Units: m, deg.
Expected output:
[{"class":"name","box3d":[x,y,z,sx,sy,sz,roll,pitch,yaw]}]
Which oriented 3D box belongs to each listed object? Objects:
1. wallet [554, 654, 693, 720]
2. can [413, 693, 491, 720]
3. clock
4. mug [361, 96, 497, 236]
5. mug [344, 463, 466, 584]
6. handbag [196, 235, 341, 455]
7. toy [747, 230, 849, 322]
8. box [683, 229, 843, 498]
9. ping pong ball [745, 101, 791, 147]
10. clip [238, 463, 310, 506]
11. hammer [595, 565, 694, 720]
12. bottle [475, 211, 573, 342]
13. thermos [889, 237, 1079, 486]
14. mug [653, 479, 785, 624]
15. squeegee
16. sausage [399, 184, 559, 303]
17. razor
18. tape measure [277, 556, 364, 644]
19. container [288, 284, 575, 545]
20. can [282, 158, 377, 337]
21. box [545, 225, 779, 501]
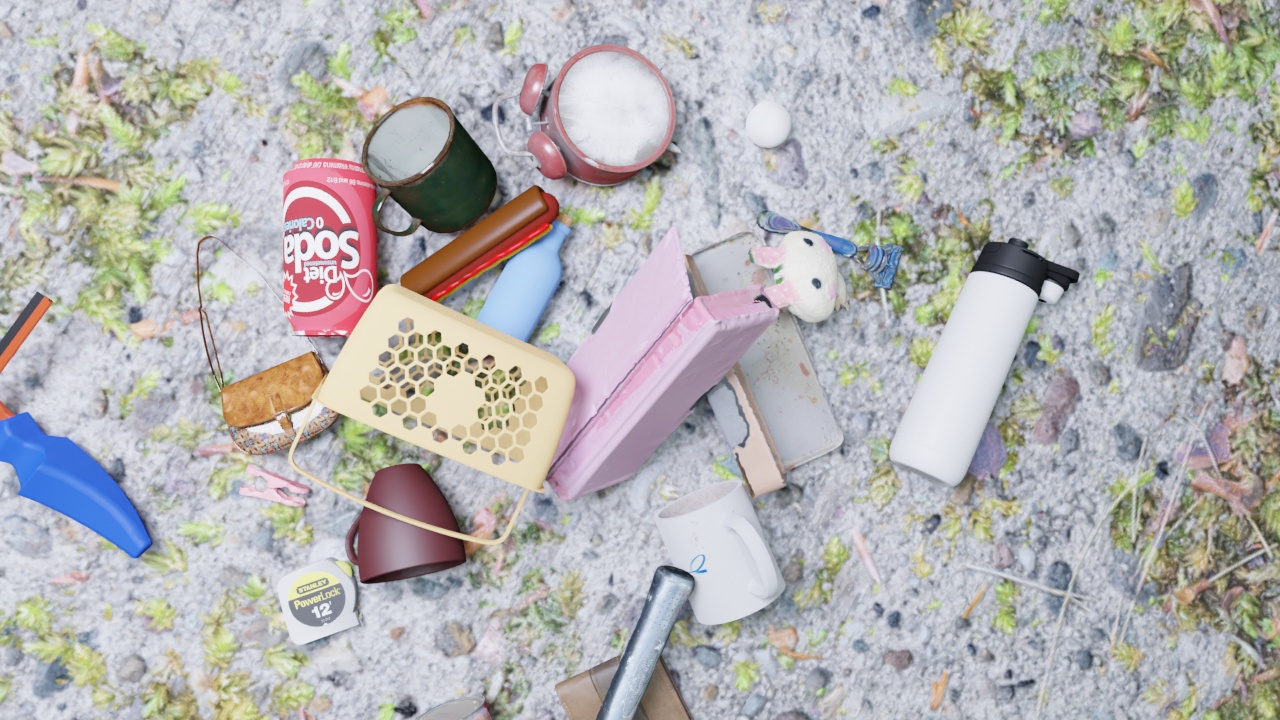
[{"class":"wallet","box3d":[-0.006,0.322,0.817,0.098,0.027,0.121,-25,94,-1]},{"class":"can","box3d":[-0.148,0.356,0.779,0.066,0.067,0.124,-15,91,-6]},{"class":"clock","box3d":[-0.050,-0.206,0.791,0.156,0.062,0.110,-10,91,-20]},{"class":"mug","box3d":[-0.177,-0.146,0.755,0.085,0.081,0.111,22,76,29]},{"class":"mug","box3d":[-0.208,0.138,0.776,0.114,0.087,0.088,-20,73,24]},{"class":"handbag","box3d":[-0.328,-0.019,0.778,0.093,0.043,0.195,-24,89,-8]},{"class":"toy","box3d":[0.148,-0.073,0.809,0.112,0.050,0.087,6,64,-19]},{"class":"box","box3d":[0.100,-0.002,0.800,0.096,0.114,0.217,-24,92,15]},{"class":"ping pong ball","box3d":[0.115,-0.211,0.823,0.040,0.040,0.040,0,90,-6]},{"class":"clip","box3d":[-0.316,0.113,0.785,0.060,0.023,0.044,39,91,-3]},{"class":"hammer","box3d":[-0.026,0.326,0.765,0.140,0.036,0.326,21,93,-36]},{"class":"bottle","box3d":[-0.096,-0.069,0.796,0.048,0.048,0.131,29,87,-5]},{"class":"thermos","box3d":[0.314,0.004,0.834,0.101,0.068,0.230,26,86,-19]},{"class":"mug","box3d":[0.076,0.162,0.778,0.083,0.120,0.096,-24,92,-24]},{"class":"squeegee","box3d":[-0.477,0.094,0.751,0.185,0.055,0.250,43,103,-4]},{"class":"sausage","box3d":[-0.135,-0.094,0.777,0.156,0.040,0.040,-32,93,10]},{"class":"razor","box3d":[0.172,-0.107,0.840,0.141,0.018,0.044,19,88,-6]},{"class":"tape measure","box3d":[-0.275,0.207,0.791,0.064,0.017,0.065,-19,92,-6]},{"class":"container","box3d":[-0.159,0.048,0.715,0.183,0.129,0.167,25,92,-16]},{"class":"can","box3d":[-0.258,-0.092,0.765,0.074,0.074,0.142,0,90,-6]},{"class":"box","box3d":[-0.008,0.002,0.737,0.099,0.233,0.107,-13,61,-45]}]
